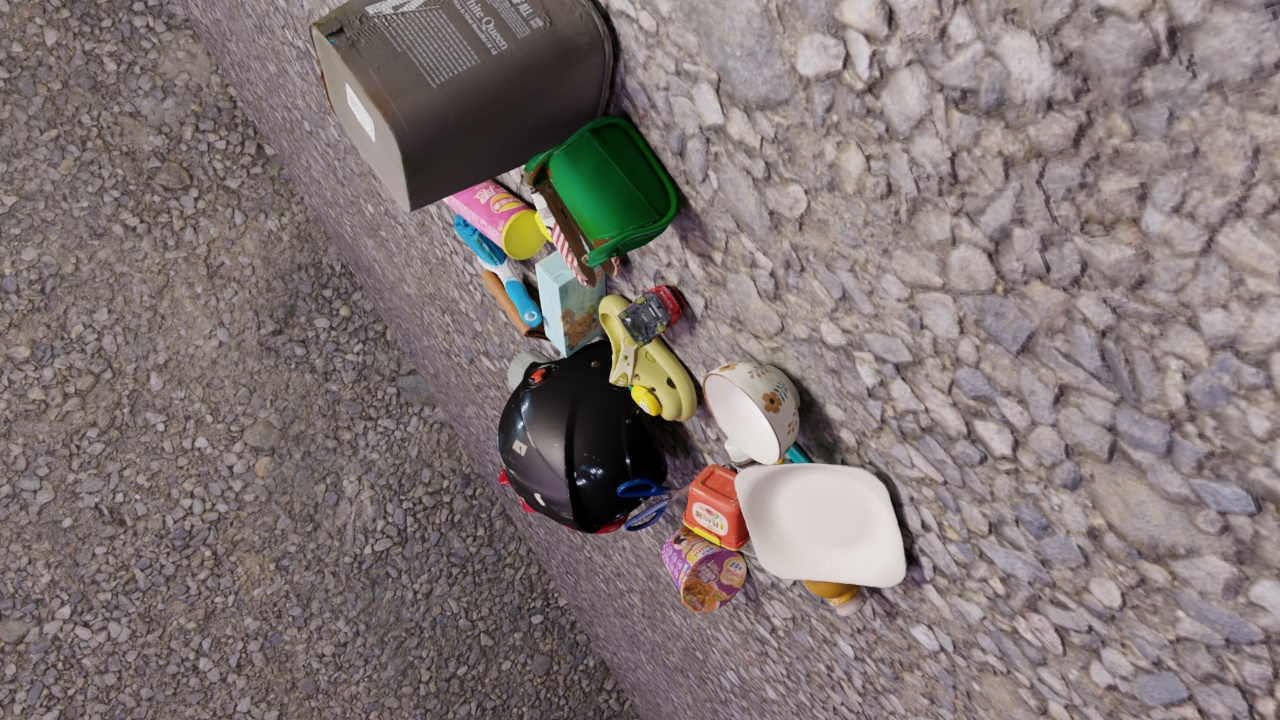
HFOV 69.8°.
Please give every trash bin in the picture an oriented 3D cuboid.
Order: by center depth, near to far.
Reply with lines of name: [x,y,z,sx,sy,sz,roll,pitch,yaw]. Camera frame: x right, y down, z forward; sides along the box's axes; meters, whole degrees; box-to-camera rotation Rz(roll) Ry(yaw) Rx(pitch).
trash bin: [-0.173,-0.276,0.879,0.199,0.219,0.199,53,160,11]

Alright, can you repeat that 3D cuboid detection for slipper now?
slipper: [-0.007,0.007,1.162,0.190,0.081,0.092,55,164,9]

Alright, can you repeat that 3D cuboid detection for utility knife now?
utility knife: [0.199,0.138,0.992,0.221,0.013,0.029,49,160,15]

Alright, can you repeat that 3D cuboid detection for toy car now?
toy car: [0.014,-0.053,1.065,0.053,0.045,0.121,58,155,-1]
toy car: [-0.115,-0.180,1.178,0.048,0.032,0.105,55,162,-2]

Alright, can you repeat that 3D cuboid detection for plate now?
plate: [0.188,0.163,0.949,0.165,0.034,0.164,-2,123,29]

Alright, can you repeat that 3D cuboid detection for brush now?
brush: [-0.207,-0.145,1.338,0.109,0.060,0.314,57,177,-29]

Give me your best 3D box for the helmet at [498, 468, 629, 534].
helmet: [-0.109,0.161,1.504,0.240,0.206,0.144,34,123,36]

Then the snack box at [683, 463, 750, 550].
snack box: [0.108,0.185,1.184,0.091,0.081,0.080,24,136,29]

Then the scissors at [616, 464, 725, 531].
scissors: [0.037,0.182,1.230,0.163,0.175,0.012,-49,43,30]

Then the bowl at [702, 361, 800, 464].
bowl: [0.123,0.044,0.942,0.113,0.062,0.114,47,161,22]

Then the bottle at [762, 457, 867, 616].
bottle: [0.190,0.201,1.035,0.189,0.068,0.068,56,161,-4]

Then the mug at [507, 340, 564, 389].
mug: [-0.152,0.017,1.490,0.083,0.124,0.103,17,-171,-38]

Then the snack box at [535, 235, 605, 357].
snack box: [-0.088,-0.081,1.213,0.051,0.074,0.175,47,159,23]

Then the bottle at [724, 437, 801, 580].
bottle: [0.157,0.174,1.106,0.195,0.044,0.080,63,161,-19]

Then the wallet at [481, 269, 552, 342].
wallet: [-0.178,-0.083,1.433,0.130,0.035,0.119,52,-168,24]

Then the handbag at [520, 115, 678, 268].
handbag: [-0.038,-0.164,0.895,0.131,0.120,0.068,57,155,0]

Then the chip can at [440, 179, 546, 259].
chip can: [-0.215,-0.217,1.293,0.210,0.071,0.071,39,155,39]

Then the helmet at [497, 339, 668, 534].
helmet: [-0.091,0.116,1.305,0.275,0.229,0.234,18,140,36]

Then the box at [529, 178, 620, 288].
box: [-0.069,-0.170,1.083,0.163,0.081,0.074,61,-168,-19]

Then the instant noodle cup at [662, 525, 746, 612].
instant noodle cup: [0.090,0.309,1.401,0.099,0.111,0.112,43,159,54]
